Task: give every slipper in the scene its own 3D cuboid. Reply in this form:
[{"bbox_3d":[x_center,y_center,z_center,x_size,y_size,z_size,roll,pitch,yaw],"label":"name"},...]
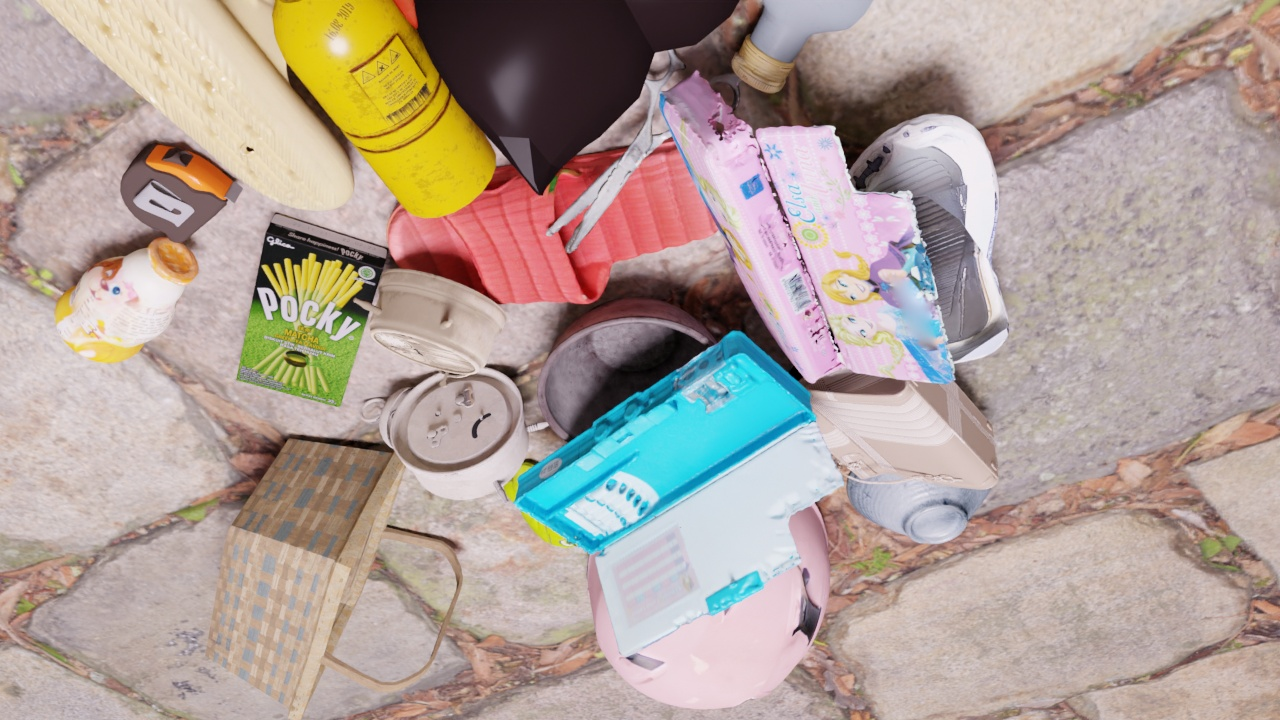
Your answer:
[{"bbox_3d":[-0.051,-0.086,0.624,0.249,0.059,0.104,-10,131,6],"label":"slipper"},{"bbox_3d":[0.195,-0.078,0.640,0.111,0.063,0.264,-18,142,18],"label":"slipper"},{"bbox_3d":[-0.247,-0.187,0.518,0.111,0.079,0.261,4,151,23],"label":"slipper"}]

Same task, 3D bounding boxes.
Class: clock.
[{"bbox_3d":[-0.144,-0.016,0.668,0.093,0.054,0.141,12,163,13],"label":"clock"},{"bbox_3d":[-0.157,0.058,0.733,0.157,0.103,0.061,13,143,21],"label":"clock"}]

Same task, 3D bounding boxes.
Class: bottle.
[{"bbox_3d":[-0.359,-0.044,0.646,0.109,0.063,0.063,-29,126,24],"label":"bottle"},{"bbox_3d":[0.104,-0.227,0.511,0.072,0.046,0.162,19,129,-18],"label":"bottle"},{"bbox_3d":[-0.148,-0.160,0.521,0.071,0.071,0.164,-16,144,12],"label":"bottle"}]

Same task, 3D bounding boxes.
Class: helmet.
[{"bbox_3d":[0.065,0.223,0.851,0.230,0.152,0.256,28,119,-20],"label":"helmet"}]

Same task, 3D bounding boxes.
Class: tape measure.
[{"bbox_3d":[-0.309,-0.111,0.605,0.058,0.038,0.059,-30,126,23],"label":"tape measure"}]

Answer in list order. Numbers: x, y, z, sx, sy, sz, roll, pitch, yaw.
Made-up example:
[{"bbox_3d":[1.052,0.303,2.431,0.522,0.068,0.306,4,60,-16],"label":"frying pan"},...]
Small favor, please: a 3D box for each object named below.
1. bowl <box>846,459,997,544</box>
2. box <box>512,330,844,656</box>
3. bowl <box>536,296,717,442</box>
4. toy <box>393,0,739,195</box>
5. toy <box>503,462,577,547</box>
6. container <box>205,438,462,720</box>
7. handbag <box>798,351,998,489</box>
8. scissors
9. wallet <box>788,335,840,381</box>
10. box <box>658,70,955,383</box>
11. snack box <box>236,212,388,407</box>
[{"bbox_3d":[0.259,0.127,0.824,0.137,0.057,0.137,-1,132,-1],"label":"bowl"},{"bbox_3d":[0.034,0.098,0.685,0.228,0.085,0.170,-35,90,26],"label":"box"},{"bbox_3d":[-0.005,0.004,0.699,0.145,0.067,0.145,-1,132,-1],"label":"bowl"},{"bbox_3d":[-0.016,-0.187,0.484,0.184,0.140,0.159,-31,163,10],"label":"toy"},{"bbox_3d":[-0.080,0.134,0.830,0.094,0.036,0.094,19,136,11],"label":"toy"},{"bbox_3d":[-0.259,0.202,0.814,0.186,0.157,0.251,23,128,-7],"label":"container"},{"bbox_3d":[0.160,0.059,0.747,0.198,0.062,0.175,-17,142,34],"label":"handbag"},{"bbox_3d":[0.010,-0.131,0.579,0.117,0.014,0.161,13,102,-12],"label":"scissors"},{"bbox_3d":[0.158,0.032,0.766,0.091,0.018,0.116,16,133,-16],"label":"wallet"},{"bbox_3d":[0.100,-0.061,0.569,0.062,0.160,0.230,-48,138,-13],"label":"box"},{"bbox_3d":[-0.247,-0.033,0.686,0.080,0.025,0.148,17,129,-17],"label":"snack box"}]
